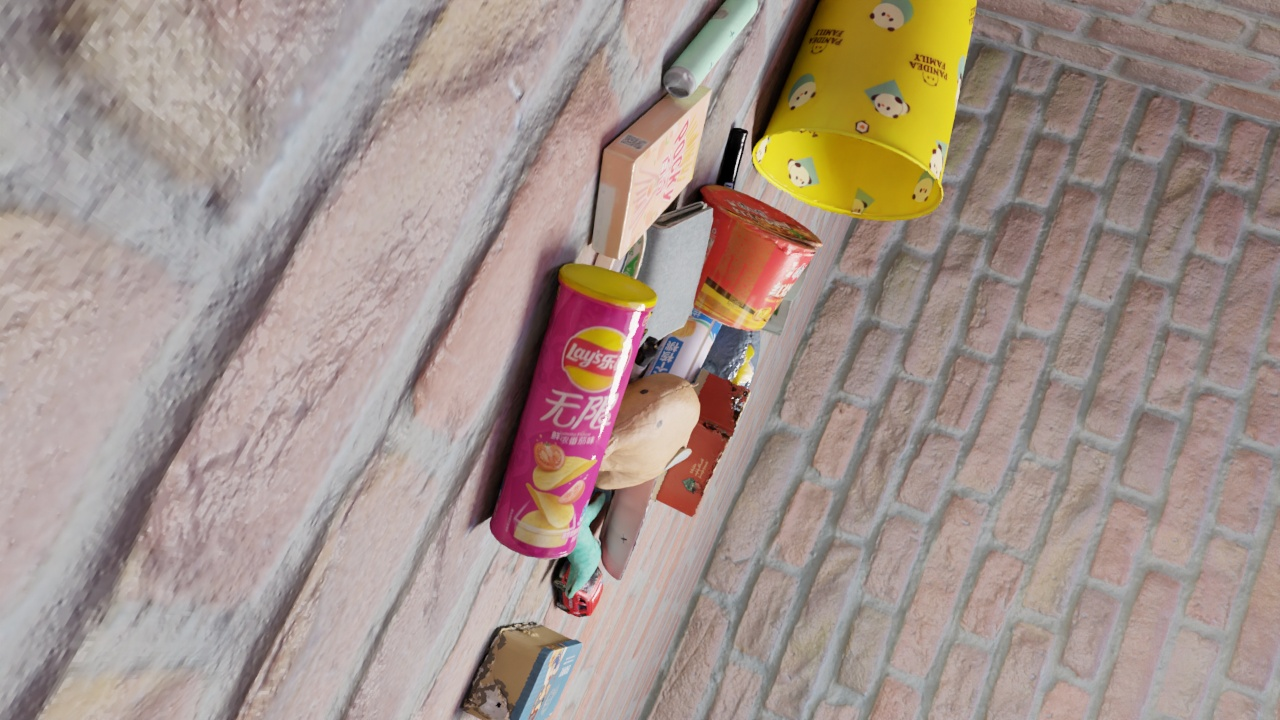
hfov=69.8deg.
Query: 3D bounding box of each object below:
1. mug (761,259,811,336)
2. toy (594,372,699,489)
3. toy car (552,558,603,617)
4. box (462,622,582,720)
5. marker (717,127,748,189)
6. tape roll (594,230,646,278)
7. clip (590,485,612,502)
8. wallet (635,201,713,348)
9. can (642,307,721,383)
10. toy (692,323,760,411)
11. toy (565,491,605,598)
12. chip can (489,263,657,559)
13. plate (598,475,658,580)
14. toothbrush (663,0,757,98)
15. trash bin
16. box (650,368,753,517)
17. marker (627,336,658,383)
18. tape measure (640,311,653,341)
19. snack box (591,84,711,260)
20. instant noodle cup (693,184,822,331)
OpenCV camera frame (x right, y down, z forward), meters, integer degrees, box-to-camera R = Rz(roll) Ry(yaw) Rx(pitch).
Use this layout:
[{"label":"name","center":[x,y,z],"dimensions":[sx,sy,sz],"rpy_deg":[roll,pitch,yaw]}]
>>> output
[{"label":"mug","center":[0.133,-0.102,1.068],"dimensions":[0.084,0.103,0.124],"rpy_deg":[-174,-79,-85]},{"label":"toy","center":[-0.006,0.063,0.847],"dimensions":[0.143,0.082,0.226],"rpy_deg":[-45,165,-2]},{"label":"toy car","center":[-0.067,0.248,1.024],"dimensions":[0.121,0.045,0.052],"rpy_deg":[89,25,-56]},{"label":"box","center":[-0.111,0.313,0.915],"dimensions":[0.089,0.059,0.184],"rpy_deg":[-65,165,-7]},{"label":"marker","center":[0.093,-0.189,1.001],"dimensions":[0.022,0.020,0.132],"rpy_deg":[-66,171,-58]},{"label":"tape roll","center":[-0.019,-0.075,0.748],"dimensions":[0.085,0.014,0.086],"rpy_deg":[23,89,-77]},{"label":"clip","center":[-0.037,0.123,0.979],"dimensions":[0.029,0.024,0.057],"rpy_deg":[-22,129,-77]},{"label":"wallet","center":[0.023,-0.081,0.861],"dimensions":[0.106,0.037,0.130],"rpy_deg":[-32,142,-51]},{"label":"can","center":[0.045,-0.006,1.030],"dimensions":[0.053,0.053,0.134],"rpy_deg":[84,31,-64]},{"label":"toy","center":[0.090,0.012,1.141],"dimensions":[0.137,0.091,0.357],"rpy_deg":[-100,-151,-77]},{"label":"toy","center":[-0.059,0.184,0.948],"dimensions":[0.096,0.030,0.092],"rpy_deg":[-53,143,-41]},{"label":"chip can","center":[-0.053,0.040,0.671],"dimensions":[0.071,0.071,0.211],"rpy_deg":[-35,145,-67]},{"label":"plate","center":[-0.011,0.150,1.039],"dimensions":[0.192,0.039,0.192],"rpy_deg":[59,50,-90]},{"label":"toothbrush","center":[0.075,-0.282,0.755],"dimensions":[0.223,0.026,0.027],"rpy_deg":[-58,142,-37]},{"label":"trash bin","center":[0.282,-0.334,1.114],"dimensions":[0.229,0.230,0.255],"rpy_deg":[53,54,-75]},{"label":"box","center":[0.073,0.099,1.046],"dimensions":[0.169,0.077,0.091],"rpy_deg":[109,8,-46]},{"label":"marker","center":[-0.005,0.005,0.844],"dimensions":[0.022,0.018,0.131],"rpy_deg":[-62,-176,-18]},{"label":"tape measure","center":[-0.013,-0.022,0.793],"dimensions":[0.057,0.029,0.060],"rpy_deg":[-53,179,-45]},{"label":"snack box","center":[0.010,-0.151,0.710],"dimensions":[0.156,0.026,0.085],"rpy_deg":[-53,161,-47]},{"label":"instant noodle cup","center":[0.102,-0.104,0.954],"dimensions":[0.109,0.138,0.137],"rpy_deg":[-63,170,23]}]
